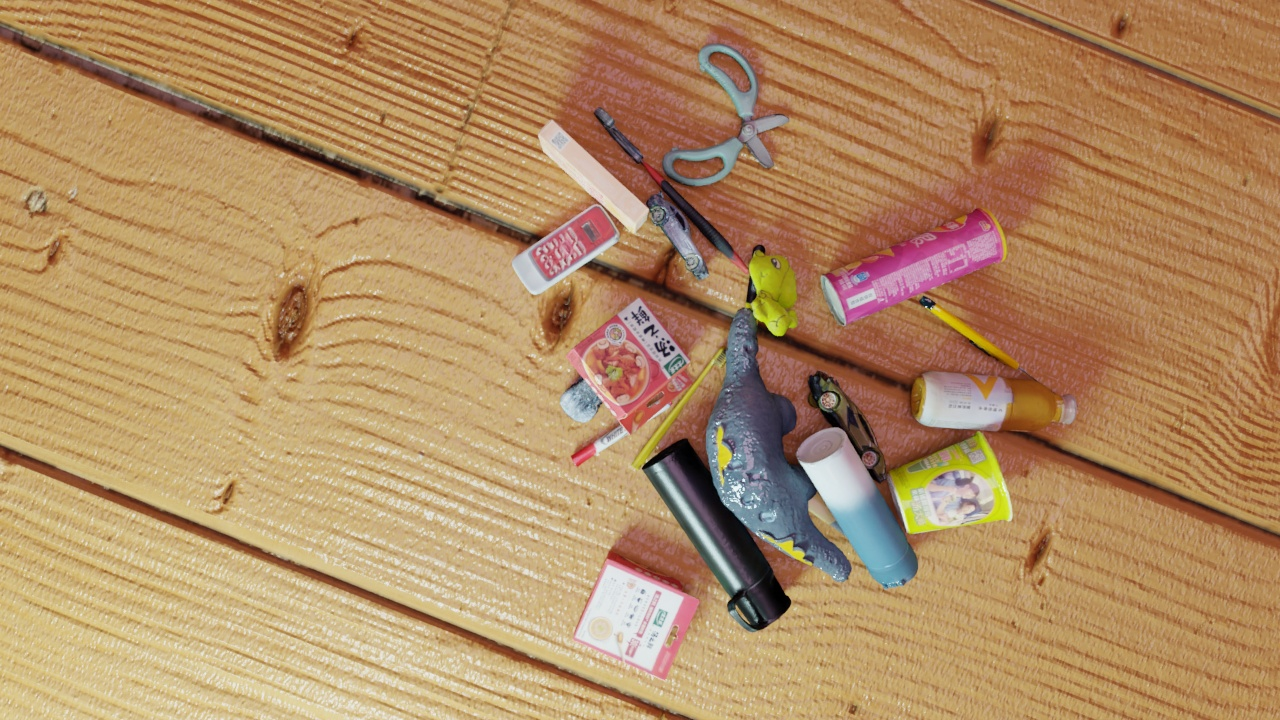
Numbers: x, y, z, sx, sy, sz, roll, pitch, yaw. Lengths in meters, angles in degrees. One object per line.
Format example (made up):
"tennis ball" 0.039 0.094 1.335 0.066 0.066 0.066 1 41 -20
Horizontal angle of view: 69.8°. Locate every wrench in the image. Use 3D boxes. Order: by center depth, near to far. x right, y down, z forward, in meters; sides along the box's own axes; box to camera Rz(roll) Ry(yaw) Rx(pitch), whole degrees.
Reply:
"wrench" 0.040 -0.206 1.128 0.016 0.056 0.273 -43 95 4

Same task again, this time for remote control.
"remote control" -0.093 -0.138 1.144 0.136 0.020 0.056 -33 93 2

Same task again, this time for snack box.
"snack box" -0.056 -0.220 1.108 0.157 0.084 0.026 43 88 -1
"snack box" -0.007 0.007 1.117 0.113 0.044 0.127 -40 91 -22
"snack box" -0.005 0.319 1.150 0.127 0.044 0.113 24 92 1

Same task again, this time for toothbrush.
"toothbrush" 0.051 0.061 1.152 0.016 0.015 0.190 38 92 14

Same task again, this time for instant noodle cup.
"instant noodle cup" 0.369 0.156 1.114 0.123 0.111 0.111 -17 92 9

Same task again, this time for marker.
"marker" 0.142 -0.083 1.146 0.018 0.015 0.124 6 93 -4
"marker" -0.023 0.088 1.155 0.145 0.017 0.017 -33 92 2

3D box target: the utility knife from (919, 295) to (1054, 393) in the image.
"utility knife" 0.427 -0.016 1.130 0.216 0.033 0.015 34 102 -8

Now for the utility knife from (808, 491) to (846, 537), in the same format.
"utility knife" 0.207 0.172 1.154 0.204 0.021 0.031 36 94 6

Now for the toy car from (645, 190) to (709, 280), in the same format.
"toy car" 0.048 -0.152 1.125 0.037 0.054 0.120 -33 92 3

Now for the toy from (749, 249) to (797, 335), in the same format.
"toy" 0.164 -0.084 1.125 0.096 0.031 0.099 40 58 -21

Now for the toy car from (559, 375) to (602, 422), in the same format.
"toy car" -0.056 0.030 1.145 0.049 0.031 0.105 39 91 -3

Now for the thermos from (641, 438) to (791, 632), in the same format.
"thermos" 0.092 0.217 1.124 0.069 0.089 0.242 -33 91 34

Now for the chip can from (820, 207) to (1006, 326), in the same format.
"chip can" 0.329 -0.113 1.116 0.210 0.071 0.071 -23 92 2

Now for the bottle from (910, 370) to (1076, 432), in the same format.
"bottle" 0.432 0.053 1.122 0.189 0.068 0.068 4 92 0

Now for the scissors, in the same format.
"scissors" 0.090 -0.295 1.131 0.170 0.019 0.171 -31 94 -6

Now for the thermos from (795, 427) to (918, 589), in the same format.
"thermos" 0.265 0.181 1.103 0.070 0.070 0.220 -33 111 2

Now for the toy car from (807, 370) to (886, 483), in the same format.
"toy car" 0.256 0.082 1.126 0.042 0.070 0.158 -34 94 -1

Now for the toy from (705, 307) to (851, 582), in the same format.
"toy" 0.147 0.115 1.108 0.137 0.091 0.356 -18 88 -20
